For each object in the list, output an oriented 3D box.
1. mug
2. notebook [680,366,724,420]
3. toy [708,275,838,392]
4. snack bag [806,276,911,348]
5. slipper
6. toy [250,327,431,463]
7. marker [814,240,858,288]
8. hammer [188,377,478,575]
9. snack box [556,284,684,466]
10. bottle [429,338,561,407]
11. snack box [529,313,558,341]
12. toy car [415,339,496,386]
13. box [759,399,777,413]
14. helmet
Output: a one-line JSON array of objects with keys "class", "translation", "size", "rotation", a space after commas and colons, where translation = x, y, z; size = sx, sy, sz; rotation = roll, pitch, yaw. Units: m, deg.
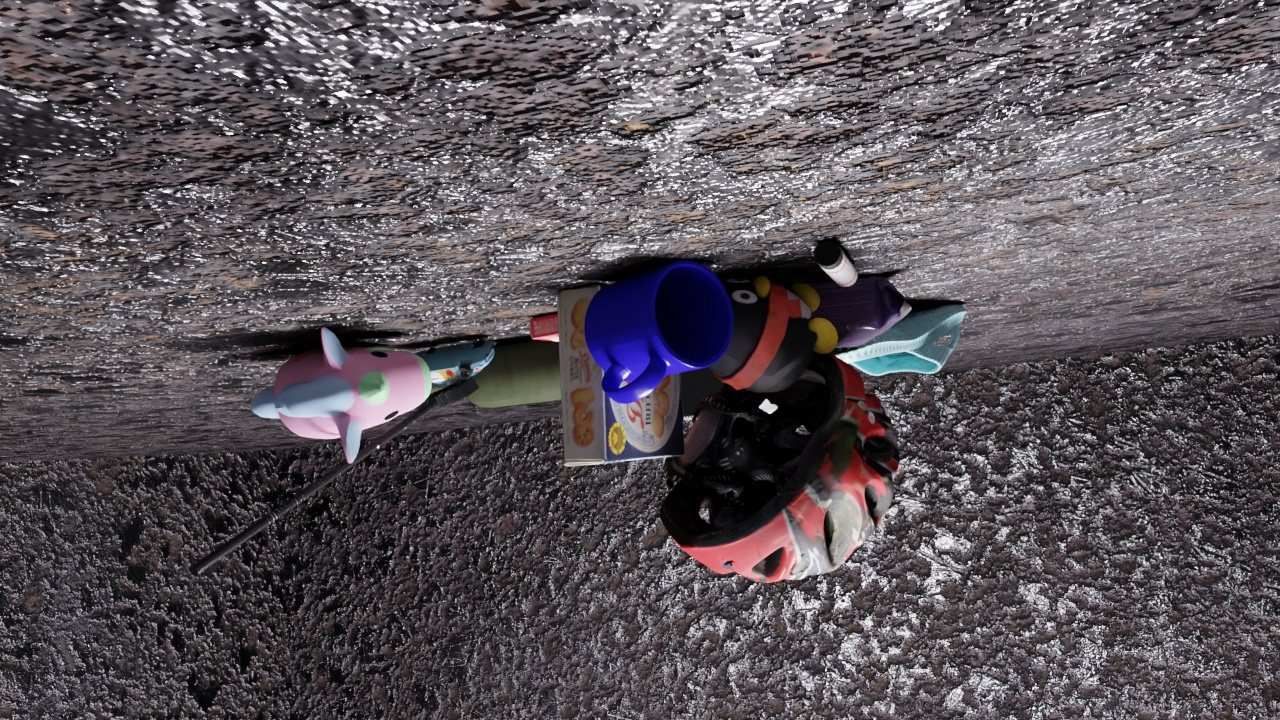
[{"class": "mug", "translation": [0.007, -0.016, 0.689], "size": [0.079, 0.111, 0.084], "rotation": [41, 150, -25]}, {"class": "notebook", "translation": [0.007, 0.027, 1.144], "size": [0.207, 0.016, 0.149], "rotation": [-8, 135, 24]}, {"class": "toy", "translation": [0.088, -0.026, 0.769], "size": [0.119, 0.100, 0.097], "rotation": [21, -150, -20]}, {"class": "snack bag", "translation": [0.143, -0.037, 0.865], "size": [0.205, 0.058, 0.096], "rotation": [-5, 174, 5]}, {"class": "slipper", "translation": [0.284, -0.014, 1.052], "size": [0.116, 0.069, 0.275], "rotation": [-5, -173, 43]}, {"class": "toy", "translation": [-0.304, 0.032, 0.891], "size": [0.222, 0.120, 0.170], "rotation": [-9, -176, 21]}, {"class": "marker", "translation": [0.156, -0.072, 0.717], "size": [0.019, 0.019, 0.145], "rotation": [-8, 174, 19]}, {"class": "hammer", "translation": [-0.287, 0.103, 0.872], "size": [0.095, 0.015, 0.323], "rotation": [-18, -166, 39]}, {"class": "snack box", "translation": [-0.013, 0.015, 0.789], "size": [0.043, 0.144, 0.144], "rotation": [-5, 176, 28]}, {"class": "bottle", "translation": [-0.144, 0.015, 1.024], "size": [0.207, 0.071, 0.071], "rotation": [-7, 175, 13]}, {"class": "snack box", "translation": [-0.037, -0.033, 0.901], "size": [0.089, 0.021, 0.132], "rotation": [-9, 174, 24]}, {"class": "toy car", "translation": [-0.200, 0.008, 0.972], "size": [0.108, 0.027, 0.060], "rotation": [-8, -150, 19]}, {"class": "box", "translation": [0.133, 0.024, 1.241], "size": [0.103, 0.110, 0.130], "rotation": [-6, 174, 7]}, {"class": "helmet", "translation": [0.129, 0.100, 0.826], "size": [0.167, 0.217, 0.272], "rotation": [35, 167, -10]}]
